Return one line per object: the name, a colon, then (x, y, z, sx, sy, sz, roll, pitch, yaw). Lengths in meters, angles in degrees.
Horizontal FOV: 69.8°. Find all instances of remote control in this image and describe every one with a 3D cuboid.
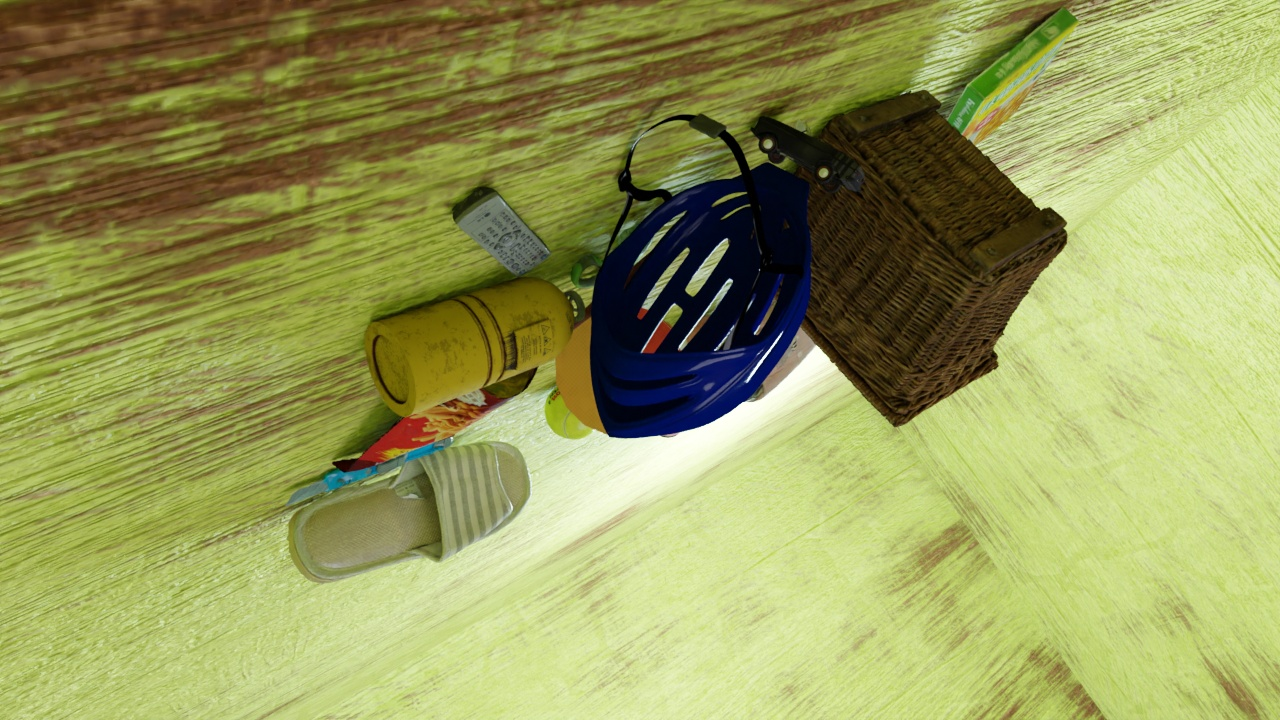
remote control: (-0.091, -0.083, 0.618, 0.033, 0.013, 0.136, -34, 166, 2)

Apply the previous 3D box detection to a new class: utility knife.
utility knife: (-0.254, 0.101, 0.882, 0.185, 0.015, 0.031, -20, 140, -42)

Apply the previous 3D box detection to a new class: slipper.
slipper: (-0.224, 0.152, 0.944, 0.271, 0.114, 0.054, -18, 180, -40)
slipper: (0.137, -0.006, 1.061, 0.274, 0.054, 0.114, -35, 139, -9)

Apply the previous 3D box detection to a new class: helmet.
helmet: (0.034, -0.062, 0.665, 0.241, 0.148, 0.228, -51, 155, -10)

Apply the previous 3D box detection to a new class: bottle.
bottle: (-0.111, -0.018, 0.677, 0.163, 0.071, 0.071, -23, 163, -37)

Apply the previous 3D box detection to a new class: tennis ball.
tennis ball: (-0.074, 0.055, 1.020, 0.065, 0.065, 0.065, -31, 166, -9)

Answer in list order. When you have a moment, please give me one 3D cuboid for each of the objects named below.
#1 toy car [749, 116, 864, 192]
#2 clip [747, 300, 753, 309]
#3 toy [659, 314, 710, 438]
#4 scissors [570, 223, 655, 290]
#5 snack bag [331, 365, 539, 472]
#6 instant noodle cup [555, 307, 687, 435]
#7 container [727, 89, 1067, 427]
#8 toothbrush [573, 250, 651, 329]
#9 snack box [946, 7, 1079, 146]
toy car: (0.129, -0.159, 0.701, 0.037, 0.092, 0.040, -60, 160, 9)
clip: (0.168, -0.086, 1.089, 0.162, 0.028, 0.115, -17, 144, -35)
toy: (0.056, 0.024, 1.160, 0.141, 0.084, 0.214, 8, 135, -43)
scissors: (-0.021, -0.073, 0.819, 0.093, 0.032, 0.175, -35, 162, -4)
snack bag: (-0.173, 0.037, 0.810, 0.209, 0.066, 0.138, -33, 175, 40)
instant noodle cup: (-0.005, 0.005, 0.911, 0.123, 0.123, 0.121, -37, 174, 14)
container: (0.236, -0.107, 0.832, 0.161, 0.250, 0.184, -24, 154, -32)
toothbrush: (-0.028, -0.056, 0.760, 0.189, 0.016, 0.016, -40, 138, -15)
snack box: (0.364, -0.267, 0.945, 0.132, 0.027, 0.168, -39, 167, -9)
